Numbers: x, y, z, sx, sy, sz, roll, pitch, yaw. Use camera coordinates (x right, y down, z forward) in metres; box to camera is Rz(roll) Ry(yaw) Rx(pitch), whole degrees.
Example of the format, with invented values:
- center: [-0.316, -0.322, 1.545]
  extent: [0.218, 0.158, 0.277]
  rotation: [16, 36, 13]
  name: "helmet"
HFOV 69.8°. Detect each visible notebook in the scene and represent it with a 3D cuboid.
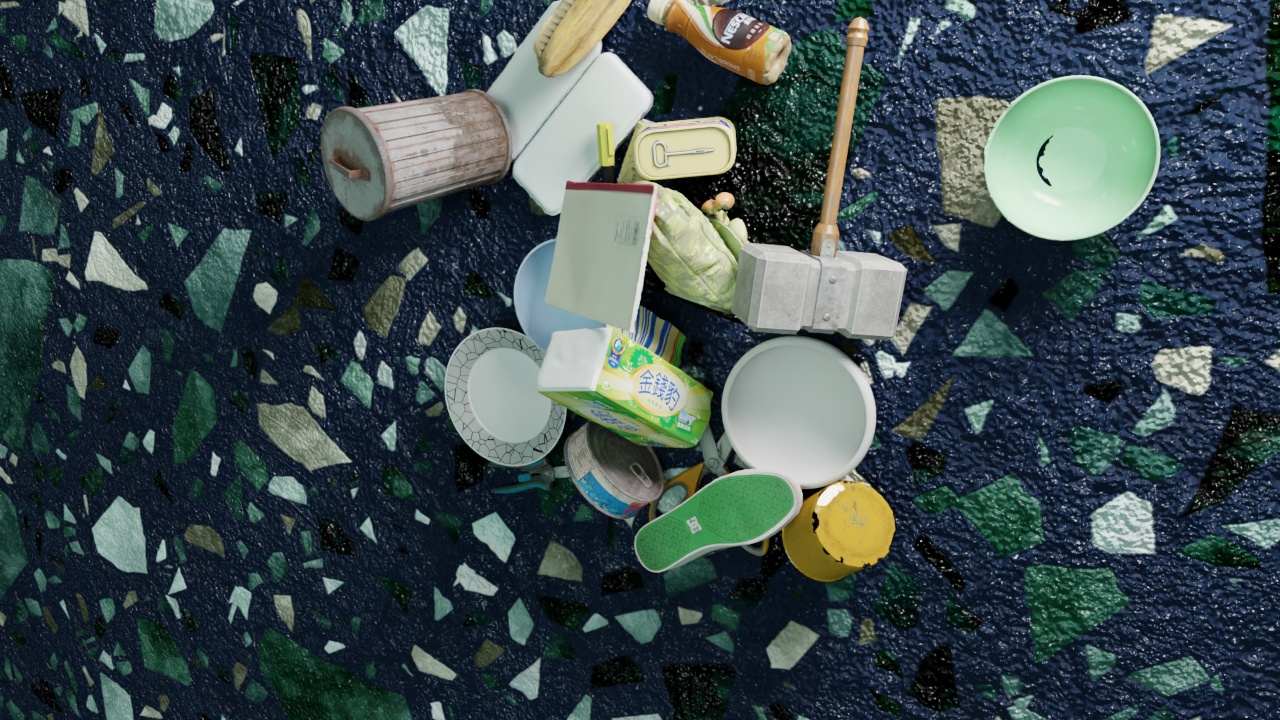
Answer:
- center: [-0.048, -0.121, 1.014]
  extent: [0.209, 0.012, 0.153]
  rotation: [22, 103, 58]
  name: "notebook"

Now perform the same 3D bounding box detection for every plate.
- center: [-0.178, 0.048, 1.225]
  extent: [0.189, 0.016, 0.189]
  rotation: [6, 104, 24]
  name: "plate"

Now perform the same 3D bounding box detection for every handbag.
- center: [0.063, -0.137, 1.025]
  extent: [0.116, 0.186, 0.113]
  rotation: [-47, 39, -9]
  name: "handbag"

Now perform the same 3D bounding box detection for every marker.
- center: [-0.039, -0.226, 1.116]
  extent: [0.021, 0.017, 0.124]
  rotation: [30, 133, 47]
  name: "marker"

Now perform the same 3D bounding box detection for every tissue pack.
- center: [-0.007, 0.006, 1.080]
  extent: [0.120, 0.197, 0.141]
  rotation: [1, 67, 38]
  name: "tissue pack"

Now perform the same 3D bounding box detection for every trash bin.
- center: [-0.276, -0.254, 1.118]
  extent: [0.131, 0.210, 0.131]
  rotation: [21, 123, 36]
  name: "trash bin"

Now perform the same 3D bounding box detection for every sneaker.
- center: [0.101, 0.186, 1.096]
  extent: [0.236, 0.078, 0.084]
  rotation: [-31, 77, 35]
  name: "sneaker"

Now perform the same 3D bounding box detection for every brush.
- center: [-0.057, -0.413, 1.065]
  extent: [0.195, 0.059, 0.043]
  rotation: [-50, 63, 10]
  name: "brush"

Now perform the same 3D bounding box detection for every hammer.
- center: [0.201, -0.187, 0.950]
  extent: [0.162, 0.083, 0.318]
  rotation: [3, 105, -10]
  name: "hammer"

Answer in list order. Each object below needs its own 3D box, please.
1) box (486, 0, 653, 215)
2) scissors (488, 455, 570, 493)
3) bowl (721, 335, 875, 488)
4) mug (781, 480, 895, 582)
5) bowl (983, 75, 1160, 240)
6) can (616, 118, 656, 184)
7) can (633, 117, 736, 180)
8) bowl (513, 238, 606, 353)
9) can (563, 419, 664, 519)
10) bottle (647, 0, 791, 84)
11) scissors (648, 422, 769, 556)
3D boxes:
- center: [-0.103, -0.312, 1.142]
  extent: [0.209, 0.037, 0.189]
  rotation: [-43, 85, 26]
  name: "box"
- center: [-0.151, 0.162, 1.271]
  extent: [0.126, 0.019, 0.144]
  rotation: [44, 110, 17]
  name: "scissors"
- center: [0.186, 0.055, 1.058]
  extent: [0.177, 0.066, 0.177]
  rotation: [6, 103, 25]
  name: "bowl"
- center: [0.233, 0.188, 1.033]
  extent: [0.094, 0.123, 0.100]
  rotation: [120, 133, -66]
  name: "mug"
- center: [0.414, -0.194, 0.887]
  extent: [0.151, 0.076, 0.151]
  rotation: [6, 103, 25]
  name: "bowl"
- center: [0.002, -0.245, 1.098]
  extent: [0.038, 0.038, 0.080]
  rotation: [29, 112, 18]
  name: "can"
- center: [0.050, -0.237, 1.025]
  extent: [0.116, 0.092, 0.056]
  rotation: [-4, 108, 6]
  name: "can"
- center: [-0.077, -0.081, 1.152]
  extent: [0.151, 0.074, 0.151]
  rotation: [6, 104, 25]
  name: "bowl"
- center: [-0.032, 0.131, 1.144]
  extent: [0.044, 0.129, 0.130]
  rotation: [-41, 82, 27]
  name: "can"
- center: [0.084, -0.365, 1.021]
  extent: [0.167, 0.059, 0.059]
  rotation: [31, 112, 18]
  name: "bottle"
- center: [0.100, 0.152, 1.149]
  extent: [0.216, 0.016, 0.226]
  rotation: [37, 114, 14]
  name: "scissors"
